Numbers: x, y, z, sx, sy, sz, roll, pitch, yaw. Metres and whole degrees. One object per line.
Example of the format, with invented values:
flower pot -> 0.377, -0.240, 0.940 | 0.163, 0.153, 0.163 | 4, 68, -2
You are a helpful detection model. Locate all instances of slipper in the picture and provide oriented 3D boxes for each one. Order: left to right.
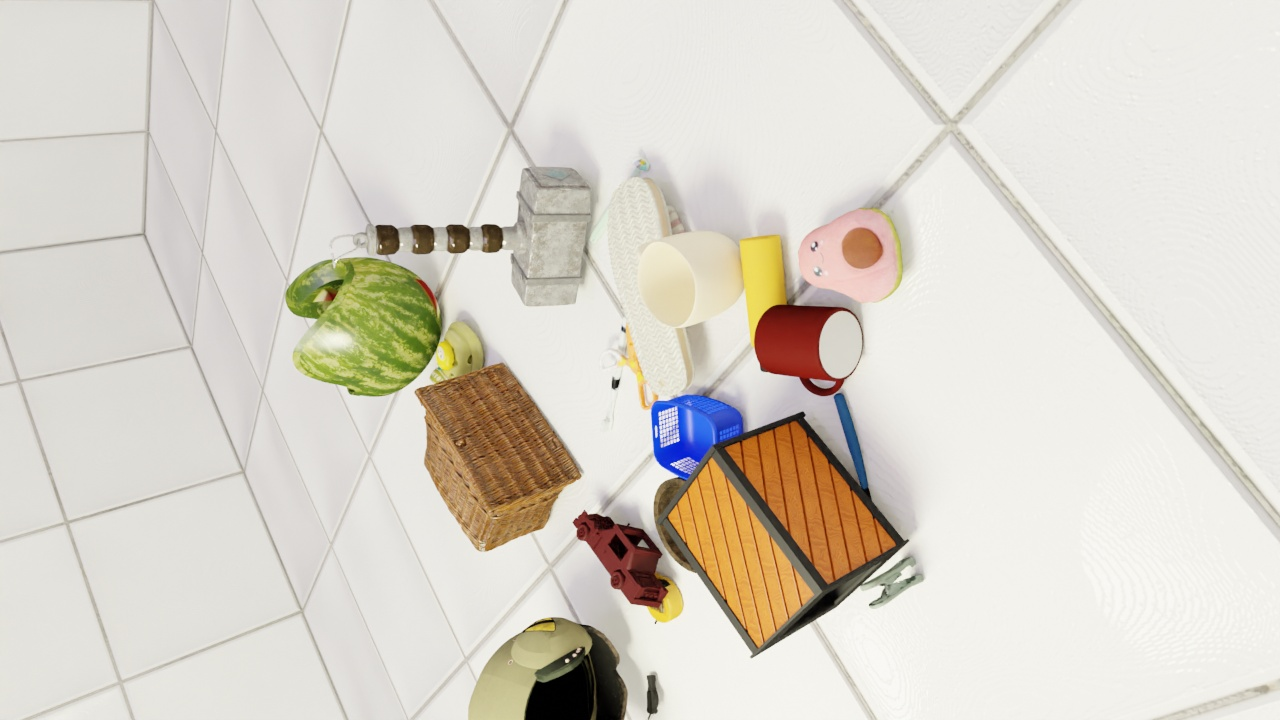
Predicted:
slipper -> -0.322, 0.023, 1.558 | 0.091, 0.081, 0.191 | 41, 135, 39
slipper -> 0.024, -0.089, 1.103 | 0.115, 0.052, 0.263 | -10, 91, 51

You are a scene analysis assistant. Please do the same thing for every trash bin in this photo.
trash bin -> 0.142, 0.176, 0.950 | 0.171, 0.139, 0.140 | 53, 136, 24

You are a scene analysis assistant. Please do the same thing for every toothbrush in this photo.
toothbrush -> -0.034, 0.022, 1.245 | 0.012, 0.017, 0.187 | 29, 125, 27
toothbrush -> -0.030, -0.199, 1.159 | 0.022, 0.015, 0.155 | 34, 137, -5
toothbrush -> 0.229, 0.114, 0.950 | 0.014, 0.014, 0.167 | -17, 89, 56

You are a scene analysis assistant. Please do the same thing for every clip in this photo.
clip -> 0.250, 0.222, 0.914 | 0.023, 0.076, 0.044 | -41, 72, 50

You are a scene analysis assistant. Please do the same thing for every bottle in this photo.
bottle -> 0.135, -0.060, 0.980 | 0.043, 0.043, 0.144 | 6, 108, 51

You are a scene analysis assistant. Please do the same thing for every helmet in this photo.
helmet -> -0.463, -0.057, 1.577 | 0.243, 0.247, 0.213 | -37, 47, 9
helmet -> -0.113, 0.479, 1.301 | 0.233, 0.255, 0.250 | -10, 94, 49

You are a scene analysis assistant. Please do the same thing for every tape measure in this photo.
tape measure -> 0.030, 0.333, 1.269 | 0.059, 0.030, 0.068 | 4, 106, 53

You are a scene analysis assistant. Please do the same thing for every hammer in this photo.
hammer -> -0.226, -0.156, 1.173 | 0.079, 0.325, 0.177 | -124, 37, -50

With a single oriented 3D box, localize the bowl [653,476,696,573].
bowl -> 0.076, 0.196, 1.138 | 0.121, 0.056, 0.121 | 22, 120, 46

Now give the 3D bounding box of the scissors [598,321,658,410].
scissors -> -0.011, 0.005, 1.202 | 0.131, 0.011, 0.125 | 5, 111, 38

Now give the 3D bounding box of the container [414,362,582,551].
container -> -0.236, 0.166, 1.443 | 0.250, 0.161, 0.184 | 52, 141, 28

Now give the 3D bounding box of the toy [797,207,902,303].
toy -> 0.199, -0.098, 0.879 | 0.110, 0.051, 0.090 | -3, 100, 53

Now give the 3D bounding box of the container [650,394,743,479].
container -> 0.071, 0.091, 1.104 | 0.114, 0.058, 0.096 | 14, 114, 48

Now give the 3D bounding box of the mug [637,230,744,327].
mug -> 0.057, -0.101, 1.016 | 0.120, 0.099, 0.096 | 44, 136, 31

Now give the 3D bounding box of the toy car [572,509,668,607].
toy car -> -0.024, 0.263, 1.268 | 0.062, 0.070, 0.170 | -57, 44, 12

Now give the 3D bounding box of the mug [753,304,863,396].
mug -> 0.176, -0.006, 0.934 | 0.083, 0.073, 0.106 | 7, 132, 50
